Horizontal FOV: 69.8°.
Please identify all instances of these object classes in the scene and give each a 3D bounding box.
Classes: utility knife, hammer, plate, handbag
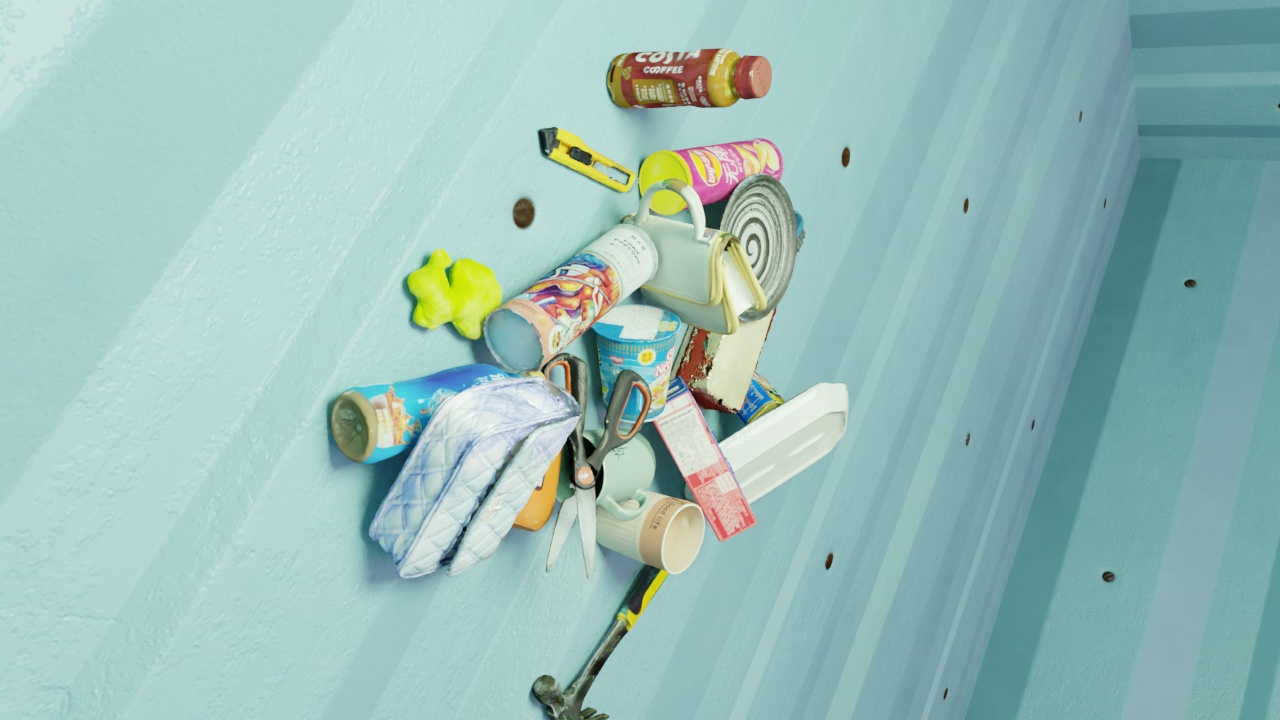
[{"bbox_3d":[-0.048,-0.208,0.962,0.167,0.015,0.033,13,91,-54],"label":"utility knife"},{"bbox_3d":[-0.011,0.312,1.142,0.322,0.032,0.126,-52,136,-31],"label":"hammer"},{"bbox_3d":[0.180,0.126,1.230,0.265,0.034,0.162,-30,144,-11],"label":"plate"},{"bbox_3d":[0.040,-0.116,0.982,0.063,0.163,0.179,-43,129,-21],"label":"handbag"},{"bbox_3d":[-0.144,0.107,0.805,0.134,0.075,0.194,-12,142,-53],"label":"handbag"},{"bbox_3d":[0.137,-0.137,1.116,0.179,0.024,0.179,-18,113,-49],"label":"plate"}]

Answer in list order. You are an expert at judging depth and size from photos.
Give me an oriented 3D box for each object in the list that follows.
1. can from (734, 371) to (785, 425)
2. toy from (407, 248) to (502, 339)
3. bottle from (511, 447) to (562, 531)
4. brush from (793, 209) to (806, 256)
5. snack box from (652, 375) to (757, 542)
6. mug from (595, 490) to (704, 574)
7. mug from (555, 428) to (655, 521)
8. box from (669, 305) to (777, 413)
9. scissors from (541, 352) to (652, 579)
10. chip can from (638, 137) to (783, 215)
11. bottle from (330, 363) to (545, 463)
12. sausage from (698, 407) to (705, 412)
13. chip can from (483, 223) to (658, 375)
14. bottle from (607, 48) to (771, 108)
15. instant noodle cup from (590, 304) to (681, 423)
[{"bbox_3d":[0.158,0.058,1.240,0.057,0.083,0.102,-46,144,12],"label":"can"},{"bbox_3d":[-0.165,-0.060,0.837,0.099,0.031,0.097,-28,124,-41],"label":"toy"},{"bbox_3d":[-0.108,0.096,0.934,0.066,0.067,0.149,37,63,-51],"label":"bottle"},{"bbox_3d":[0.175,-0.155,1.237,0.143,0.055,0.073,-55,139,-27],"label":"brush"},{"bbox_3d":[0.073,0.120,1.119,0.058,0.057,0.207,-27,111,2],"label":"snack box"},{"bbox_3d":[0.018,0.190,1.083,0.114,0.106,0.082,-22,117,-48],"label":"mug"},{"bbox_3d":[-0.032,0.126,0.999,0.082,0.111,0.106,-50,153,23],"label":"mug"},{"bbox_3d":[0.112,-0.024,1.158,0.091,0.077,0.168,35,68,-40],"label":"box"},{"bbox_3d":[-0.044,0.099,0.924,0.197,0.022,0.227,-18,85,-31],"label":"scissors"},{"bbox_3d":[0.090,-0.222,1.092,0.210,0.071,0.071,-22,117,-48],"label":"chip can"},{"bbox_3d":[-0.170,0.039,0.829,0.218,0.065,0.065,-13,110,-51],"label":"bottle"},{"bbox_3d":[0.083,0.049,1.202,0.155,0.020,0.020,-58,139,-24],"label":"sausage"},{"bbox_3d":[-0.064,-0.065,0.913,0.214,0.071,0.071,-43,131,-47],"label":"chip can"},{"bbox_3d":[0.049,-0.287,0.934,0.057,0.175,0.057,-18,113,-49],"label":"bottle"},{"bbox_3d":[-0.006,0.006,1.020,0.099,0.099,0.110,-31,131,-45],"label":"instant noodle cup"}]
